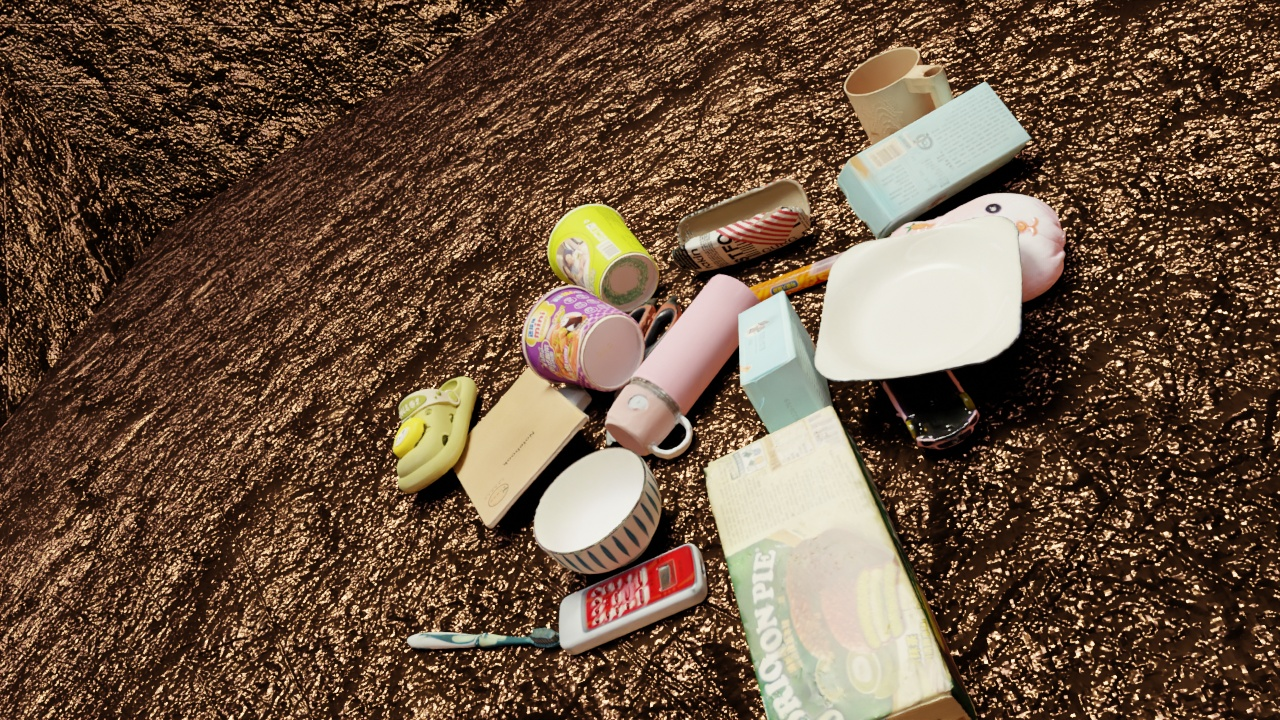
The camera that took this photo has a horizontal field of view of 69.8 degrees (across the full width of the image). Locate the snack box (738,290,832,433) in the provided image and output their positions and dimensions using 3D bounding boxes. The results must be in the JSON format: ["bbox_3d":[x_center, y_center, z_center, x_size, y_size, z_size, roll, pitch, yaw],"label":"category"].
[{"bbox_3d":[0.123,0.006,0.789,0.052,0.074,0.174,-29,16,15],"label":"snack box"}]

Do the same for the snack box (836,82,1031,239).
[{"bbox_3d":[0.285,-0.195,0.897,0.174,0.074,0.052,-31,-11,-9],"label":"snack box"}]

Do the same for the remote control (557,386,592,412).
[{"bbox_3d":[-0.104,0.078,0.999,0.049,0.024,0.124,5,52,49],"label":"remote control"}]

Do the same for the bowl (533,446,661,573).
[{"bbox_3d":[-0.029,0.141,0.810,0.117,0.066,0.116,-25,33,17],"label":"bowl"}]

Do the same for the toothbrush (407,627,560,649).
[{"bbox_3d":[-0.146,0.250,0.827,0.192,0.018,0.016,-12,40,33],"label":"toothbrush"}]

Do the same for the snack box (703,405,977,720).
[{"bbox_3d":[0.126,0.150,0.631,0.115,0.063,0.239,-28,40,13],"label":"snack box"}]

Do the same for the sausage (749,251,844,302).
[{"bbox_3d":[0.162,-0.083,0.954,0.165,0.021,0.021,-20,36,25],"label":"sausage"}]

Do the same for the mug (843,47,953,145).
[{"bbox_3d":[0.293,-0.270,0.991,0.084,0.103,0.125,-45,33,-13],"label":"mug"}]

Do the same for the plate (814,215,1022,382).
[{"bbox_3d":[0.229,-0.043,0.753,0.164,0.034,0.163,-10,46,32],"label":"plate"}]

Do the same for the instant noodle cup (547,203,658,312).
[{"bbox_3d":[-0.039,-0.117,1.120,0.111,0.112,0.123,-39,41,-4],"label":"instant noodle cup"}]

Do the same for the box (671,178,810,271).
[{"bbox_3d":[0.114,-0.156,1.048,0.163,0.076,0.087,-20,56,27],"label":"box"}]

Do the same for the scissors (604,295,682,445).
[{"bbox_3d":[0.003,0.005,0.998,0.185,0.015,0.208,-37,32,-1],"label":"scissors"}]

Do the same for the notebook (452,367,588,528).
[{"bbox_3d":[-0.140,0.086,0.997,0.147,0.008,0.208,-49,26,-5],"label":"notebook"}]

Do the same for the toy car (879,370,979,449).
[{"bbox_3d":[0.229,0.027,0.740,0.056,0.037,0.122,-30,36,13],"label":"toy car"}]

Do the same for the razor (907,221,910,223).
[{"bbox_3d":[0.263,-0.128,0.916,0.043,0.022,0.142,-3,44,21],"label":"razor"}]

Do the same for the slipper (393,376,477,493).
[{"bbox_3d":[-0.253,0.074,1.084,0.092,0.081,0.190,-36,24,26],"label":"slipper"}]

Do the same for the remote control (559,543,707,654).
[{"bbox_3d":[-0.008,0.198,0.761,0.136,0.020,0.055,-26,35,15],"label":"remote control"}]

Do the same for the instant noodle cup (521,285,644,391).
[{"bbox_3d":[-0.056,-0.019,0.979,0.111,0.111,0.099,-47,34,-17],"label":"instant noodle cup"}]

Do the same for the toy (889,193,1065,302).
[{"bbox_3d":[0.290,-0.093,0.812,0.160,0.054,0.121,-6,52,34],"label":"toy"}]

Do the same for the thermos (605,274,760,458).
[{"bbox_3d":[0.050,0.009,0.911,0.087,0.067,0.198,28,65,23],"label":"thermos"}]
